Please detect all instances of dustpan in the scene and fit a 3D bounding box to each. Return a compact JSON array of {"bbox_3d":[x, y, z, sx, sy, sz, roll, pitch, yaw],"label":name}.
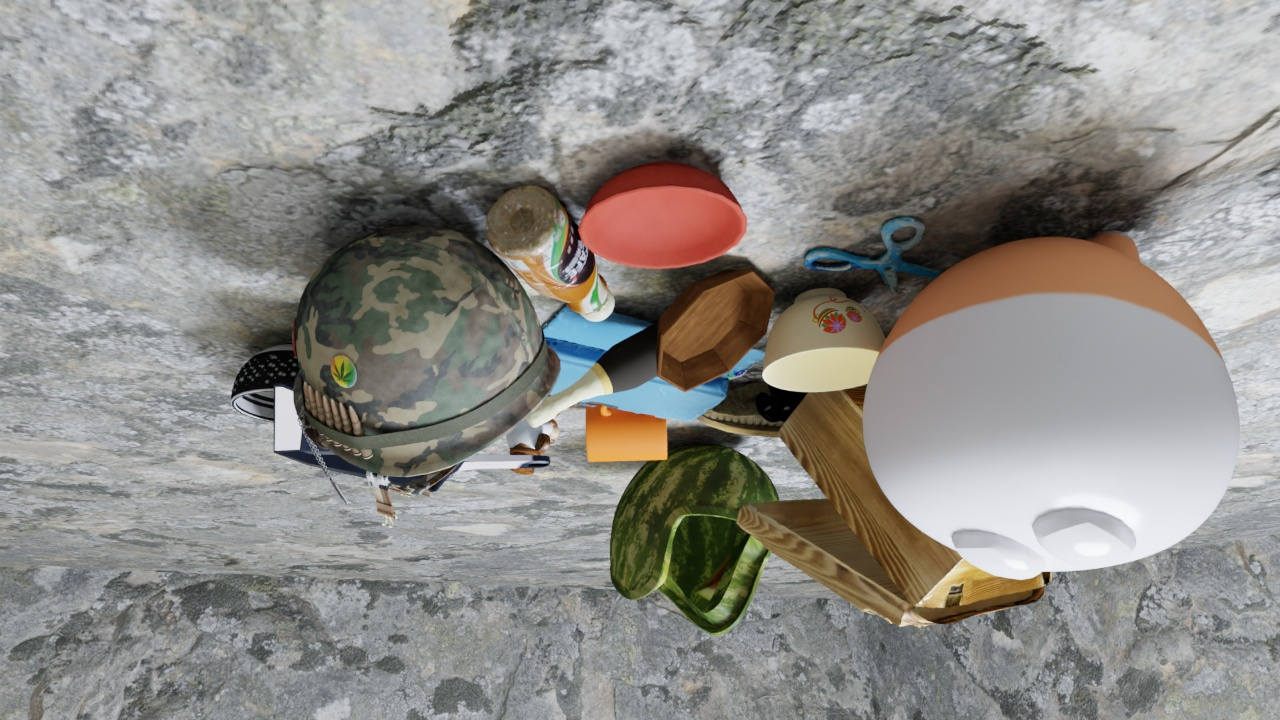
[{"bbox_3d":[-0.231,0.087,0.951,0.272,0.080,0.237,-5,161,-23],"label":"dustpan"}]

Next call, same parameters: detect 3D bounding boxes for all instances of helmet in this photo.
[{"bbox_3d":[0.077,0.233,1.301,0.213,0.247,0.243,31,-175,-28],"label":"helmet"},{"bbox_3d":[-0.174,0.008,0.735,0.225,0.192,0.236,-4,124,30],"label":"helmet"}]

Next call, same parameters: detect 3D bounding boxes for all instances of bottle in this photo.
[{"bbox_3d":[-0.062,-0.074,0.723,0.059,0.059,0.167,-8,159,16],"label":"bottle"},{"bbox_3d":[-0.024,0.011,0.850,0.184,0.045,0.045,-28,166,-18],"label":"bottle"}]

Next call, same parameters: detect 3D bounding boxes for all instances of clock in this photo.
[{"bbox_3d":[0.178,0.034,1.011,0.091,0.042,0.121,-2,144,-17],"label":"clock"}]

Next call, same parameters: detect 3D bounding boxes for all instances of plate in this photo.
[{"bbox_3d":[0.062,-0.031,0.820,0.131,0.025,0.131,-26,143,-21],"label":"plate"}]

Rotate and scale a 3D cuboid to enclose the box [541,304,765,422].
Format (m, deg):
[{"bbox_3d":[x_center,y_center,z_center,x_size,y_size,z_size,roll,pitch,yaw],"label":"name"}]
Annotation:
[{"bbox_3d":[-0.006,0.006,0.964,0.231,0.033,0.175,12,150,-23],"label":"box"}]

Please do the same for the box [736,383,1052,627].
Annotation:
[{"bbox_3d":[0.299,0.176,0.988,0.278,0.258,0.221,5,127,-42],"label":"box"}]

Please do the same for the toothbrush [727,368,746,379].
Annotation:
[{"bbox_3d":[0.030,0.023,1.051,0.187,0.015,0.016,-9,157,20],"label":"toothbrush"}]

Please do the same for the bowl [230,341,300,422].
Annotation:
[{"bbox_3d":[-0.351,0.018,0.941,0.120,0.066,0.120,-1,159,-1],"label":"bowl"}]

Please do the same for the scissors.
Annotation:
[{"bbox_3d":[0.200,-0.083,0.788,0.127,0.012,0.137,-9,160,18],"label":"scissors"}]

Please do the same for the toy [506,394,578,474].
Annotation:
[{"bbox_3d":[-0.120,0.077,1.059,0.067,0.112,0.087,25,149,-29],"label":"toy"}]

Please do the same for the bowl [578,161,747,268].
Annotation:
[{"bbox_3d":[0.016,-0.109,0.670,0.122,0.035,0.122,-1,159,-1],"label":"bowl"}]

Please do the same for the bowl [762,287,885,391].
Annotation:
[{"bbox_3d":[0.170,-0.025,0.850,0.118,0.074,0.118,-1,159,-1],"label":"bowl"}]

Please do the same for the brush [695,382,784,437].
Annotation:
[{"bbox_3d":[0.157,0.057,1.091,0.195,0.059,0.043,3,148,-5],"label":"brush"}]

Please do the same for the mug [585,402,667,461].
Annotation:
[{"bbox_3d":[-0.017,0.074,1.105,0.096,0.077,0.113,-2,147,1],"label":"mug"}]

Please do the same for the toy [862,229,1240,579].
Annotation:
[{"bbox_3d":[0.321,0.031,0.732,0.265,0.280,0.264,31,147,-21],"label":"toy"}]
